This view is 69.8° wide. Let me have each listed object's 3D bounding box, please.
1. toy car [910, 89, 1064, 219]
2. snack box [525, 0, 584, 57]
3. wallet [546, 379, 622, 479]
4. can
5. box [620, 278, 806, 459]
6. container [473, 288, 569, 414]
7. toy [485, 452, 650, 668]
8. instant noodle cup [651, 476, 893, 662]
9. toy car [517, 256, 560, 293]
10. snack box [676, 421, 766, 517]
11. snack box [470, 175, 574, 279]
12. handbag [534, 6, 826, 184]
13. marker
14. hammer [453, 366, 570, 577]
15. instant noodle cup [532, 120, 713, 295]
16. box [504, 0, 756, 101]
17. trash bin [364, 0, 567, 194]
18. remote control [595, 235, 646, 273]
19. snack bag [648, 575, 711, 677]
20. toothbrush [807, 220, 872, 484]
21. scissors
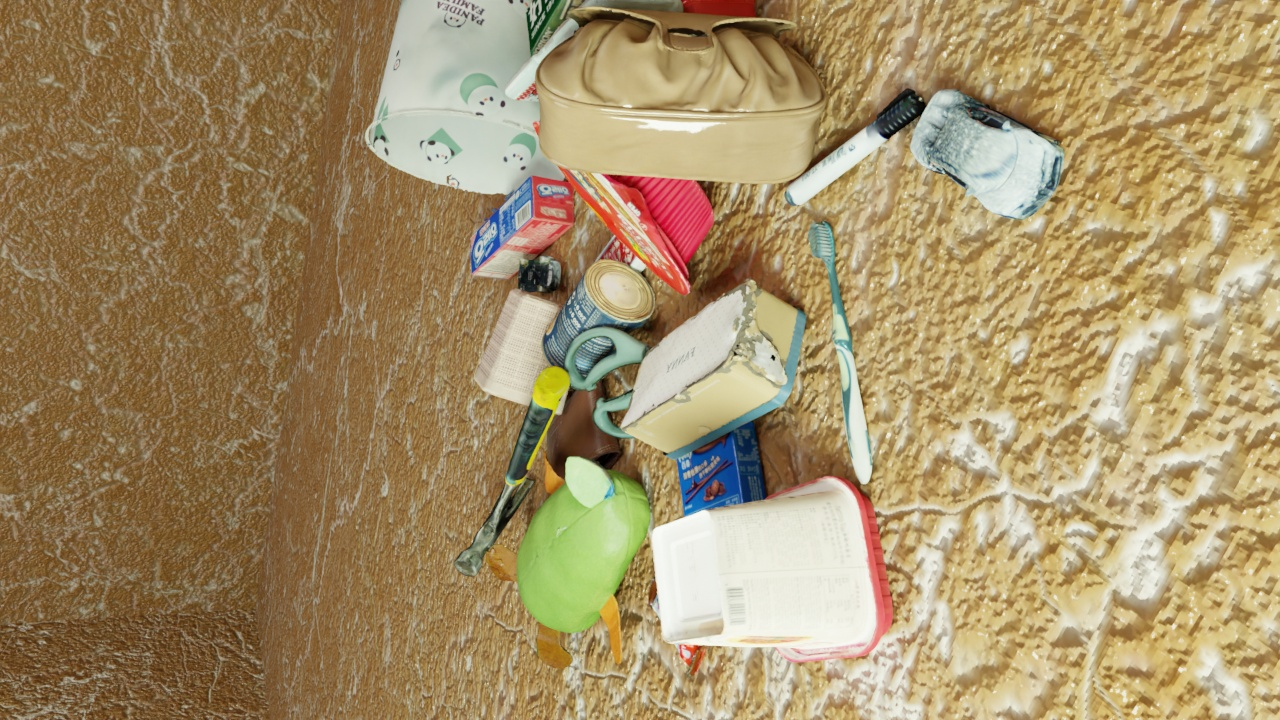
[{"bbox_3d":[0.195,-0.120,0.528,0.105,0.031,0.049,55,133,48],"label":"toy car"},{"bbox_3d":[-0.008,-0.360,0.836,0.241,0.114,0.063,-38,54,52],"label":"snack box"},{"bbox_3d":[-0.064,0.082,0.968,0.125,0.032,0.101,-52,41,44],"label":"wallet"},{"bbox_3d":[-0.042,-0.037,0.895,0.111,0.075,0.075,-51,44,45],"label":"can"},{"bbox_3d":[0.050,0.013,0.718,0.185,0.059,0.089,-37,29,56],"label":"box"},{"bbox_3d":[-0.116,-0.013,0.993,0.111,0.090,0.090,-71,20,4],"label":"container"},{"bbox_3d":[-0.065,0.191,0.894,0.247,0.089,0.227,-53,54,39],"label":"toy"},{"bbox_3d":[0.081,0.140,0.603,0.117,0.124,0.116,-34,57,55],"label":"instant noodle cup"},{"bbox_3d":[-0.118,-0.099,1.082,0.091,0.034,0.043,2,85,59],"label":"toy car"},{"bbox_3d":[0.069,0.133,0.726,0.085,0.026,0.157,-35,56,54],"label":"snack box"},{"bbox_3d":[-0.150,-0.157,1.121,0.208,0.058,0.057,-26,64,57],"label":"snack box"},{"bbox_3d":[0.028,-0.199,0.662,0.100,0.204,0.147,95,177,-47],"label":"handbag"},{"bbox_3d":[0.145,-0.144,0.636,0.131,0.018,0.022,-33,50,54],"label":"marker"},{"bbox_3d":[-0.129,0.111,0.971,0.125,0.032,0.324,-59,-3,-42],"label":"hammer"},{"bbox_3d":[-0.003,-0.146,0.775,0.066,0.194,0.194,-42,37,-1],"label":"instant noodle cup"},{"bbox_3d":[-0.013,-0.262,0.793,0.201,0.157,0.038,-17,85,59],"label":"box"},{"bbox_3d":[-0.178,-0.347,1.047,0.230,0.229,0.251,-13,70,60],"label":"trash bin"},{"bbox_3d":[-0.020,-0.099,0.921,0.136,0.020,0.055,-47,46,49],"label":"remote control"},{"bbox_3d":[0.033,0.219,0.780,0.105,0.026,0.045,48,131,55],"label":"snack bag"},{"bbox_3d":[0.137,-0.010,0.632,0.016,0.018,0.191,-31,59,55],"label":"toothbrush"},{"bbox_3d":[-0.007,-0.003,0.831,0.139,0.019,0.180,49,132,2],"label":"scissors"}]
